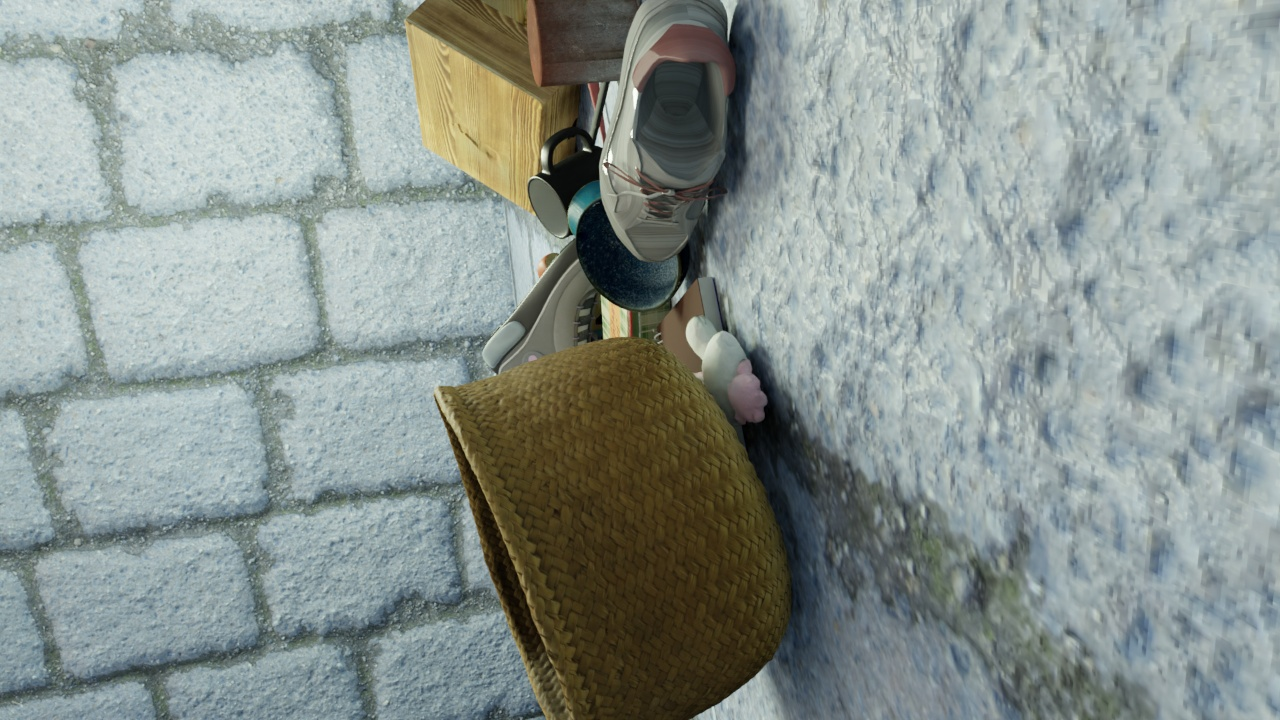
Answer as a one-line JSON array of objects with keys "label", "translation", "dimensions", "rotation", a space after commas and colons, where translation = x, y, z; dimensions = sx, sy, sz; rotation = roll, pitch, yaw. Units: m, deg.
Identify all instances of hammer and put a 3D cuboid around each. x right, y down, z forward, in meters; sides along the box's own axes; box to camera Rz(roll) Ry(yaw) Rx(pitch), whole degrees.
[{"label": "hammer", "translation": [-0.059, -0.253, 1.113], "dimensions": [0.326, 0.015, 0.095], "rotation": [112, 146, -57]}]

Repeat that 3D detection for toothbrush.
[{"label": "toothbrush", "translation": [-0.055, -0.322, 1.130], "dimensions": [0.016, 0.016, 0.189], "rotation": [106, 154, -74]}]

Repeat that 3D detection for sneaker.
[{"label": "sneaker", "translation": [-0.069, -0.034, 1.112], "dimensions": [0.160, 0.257, 0.092], "rotation": [49, -155, 8]}, {"label": "sneaker", "translation": [0.019, -0.148, 0.686], "dimensions": [0.237, 0.099, 0.089], "rotation": [97, 175, -47]}]

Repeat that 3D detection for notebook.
[{"label": "notebook", "translation": [0.055, 0.050, 0.834], "dimensions": [0.172, 0.022, 0.209], "rotation": [132, 129, -73]}]

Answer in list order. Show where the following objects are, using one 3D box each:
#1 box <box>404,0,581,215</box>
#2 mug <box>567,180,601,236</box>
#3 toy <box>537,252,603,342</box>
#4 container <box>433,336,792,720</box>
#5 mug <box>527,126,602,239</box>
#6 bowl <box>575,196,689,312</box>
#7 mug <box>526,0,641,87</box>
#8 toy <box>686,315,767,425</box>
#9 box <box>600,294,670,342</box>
[{"label": "box", "translation": [-0.177, -0.470, 1.381], "dimensions": [0.335, 0.286, 0.280], "rotation": [-57, -6, -22]}, {"label": "mug", "translation": [-0.024, -0.138, 0.973], "dimensions": [0.121, 0.078, 0.078], "rotation": [-127, 30, -58]}, {"label": "toy", "translation": [-0.082, -0.061, 1.226], "dimensions": [0.096, 0.111, 0.176], "rotation": [8, 111, 45]}, {"label": "container", "translation": [-0.020, 0.137, 0.718], "dimensions": [0.307, 0.196, 0.307], "rotation": [159, 90, -76]}, {"label": "mug", "translation": [-0.076, -0.209, 1.050], "dimensions": [0.078, 0.087, 0.114], "rotation": [30, 145, 43]}, {"label": "bowl", "translation": [0.003, -0.108, 0.849], "dimensions": [0.114, 0.060, 0.114], "rotation": [20, 129, 27]}, {"label": "mug", "translation": [-0.059, -0.336, 0.919], "dimensions": [0.096, 0.110, 0.122], "rotation": [119, 142, -63]}, {"label": "toy", "translation": [0.065, 0.013, 0.714], "dimensions": [0.122, 0.038, 0.079], "rotation": [-139, 46, -60]}, {"label": "box", "translation": [-0.006, 0.006, 1.009], "dimensions": [0.117, 0.050, 0.206], "rotation": [-128, 33, -57]}]
